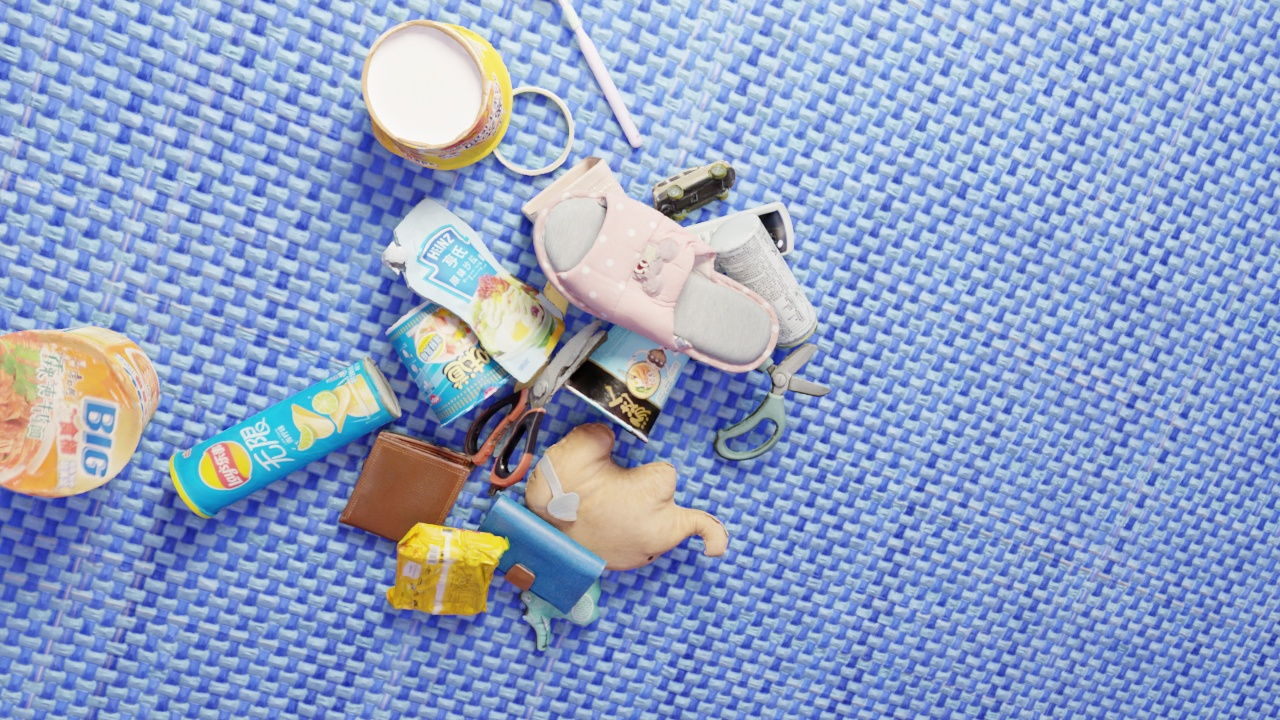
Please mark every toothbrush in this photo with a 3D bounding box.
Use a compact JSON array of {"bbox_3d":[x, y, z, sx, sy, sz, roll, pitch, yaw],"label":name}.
[{"bbox_3d":[-0.048,-0.296,0.913,0.029,0.021,0.189,-42,111,-34],"label":"toothbrush"}]

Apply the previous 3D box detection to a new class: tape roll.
[{"bbox_3d":[-0.110,-0.229,0.917,0.085,0.014,0.086,-2,102,-11],"label":"tape roll"}]

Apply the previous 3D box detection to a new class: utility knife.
[{"bbox_3d":[-0.112,0.001,0.962,0.031,0.022,0.219,18,91,-14],"label":"utility knife"}]

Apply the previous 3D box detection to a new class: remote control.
[{"bbox_3d":[0.090,-0.123,0.975,0.150,0.021,0.058,-17,105,-7],"label":"remote control"}]

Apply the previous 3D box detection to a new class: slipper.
[{"bbox_3d":[0.023,-0.069,0.868,0.274,0.054,0.114,30,88,-21],"label":"slipper"}]

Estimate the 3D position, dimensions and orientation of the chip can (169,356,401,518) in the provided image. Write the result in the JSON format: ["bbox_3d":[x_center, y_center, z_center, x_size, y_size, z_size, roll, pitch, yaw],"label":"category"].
[{"bbox_3d":[-0.346,0.075,0.903,0.210,0.071,0.071,-28,106,-5],"label":"chip can"}]

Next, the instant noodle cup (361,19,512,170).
[{"bbox_3d":[-0.189,-0.245,0.840,0.138,0.109,0.138,-1,101,-4],"label":"instant noodle cup"}]

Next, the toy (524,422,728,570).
[{"bbox_3d":[-0.016,0.164,0.985,0.226,0.082,0.143,33,106,-18],"label":"toy"}]

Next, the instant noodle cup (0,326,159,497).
[{"bbox_3d":[-0.521,0.036,0.839,0.151,0.111,0.151,-2,102,-11],"label":"instant noodle cup"}]

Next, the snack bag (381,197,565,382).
[{"bbox_3d":[-0.161,-0.071,0.897,0.191,0.039,0.110,43,51,-15],"label":"snack bag"}]

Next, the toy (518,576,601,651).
[{"bbox_3d":[-0.090,0.276,1.019,0.092,0.030,0.096,1,99,-7],"label":"toy"}]

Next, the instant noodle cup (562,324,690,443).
[{"bbox_3d":[-0.006,0.006,0.944,0.111,0.111,0.120,36,85,-16],"label":"instant noodle cup"}]

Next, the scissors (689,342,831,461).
[{"bbox_3d":[0.106,0.021,0.990,0.180,0.019,0.171,39,117,0],"label":"scissors"}]

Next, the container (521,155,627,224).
[{"bbox_3d":[-0.047,-0.131,0.913,0.090,0.090,0.111,-38,109,-2],"label":"container"}]

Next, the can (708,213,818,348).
[{"bbox_3d":[0.130,-0.081,0.957,0.058,0.058,0.147,-39,121,-2],"label":"can"}]

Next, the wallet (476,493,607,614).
[{"bbox_3d":[-0.111,0.205,0.962,0.133,0.040,0.107,34,135,0],"label":"wallet"}]

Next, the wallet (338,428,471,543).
[{"bbox_3d":[-0.244,0.136,0.948,0.101,0.032,0.125,23,112,-16],"label":"wallet"}]

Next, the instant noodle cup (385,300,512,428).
[{"bbox_3d":[-0.191,-0.005,0.911,0.099,0.099,0.110,-36,97,-3],"label":"instant noodle cup"}]

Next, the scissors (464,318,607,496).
[{"bbox_3d":[-0.100,0.050,0.913,0.015,0.207,0.192,14,74,-50],"label":"scissors"}]

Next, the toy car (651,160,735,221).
[{"bbox_3d":[0.055,-0.178,0.946,0.090,0.042,0.035,-24,61,-4],"label":"toy car"}]

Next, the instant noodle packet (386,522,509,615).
[{"bbox_3d":[-0.201,0.217,0.950,0.110,0.044,0.129,9,134,-15],"label":"instant noodle packet"}]
